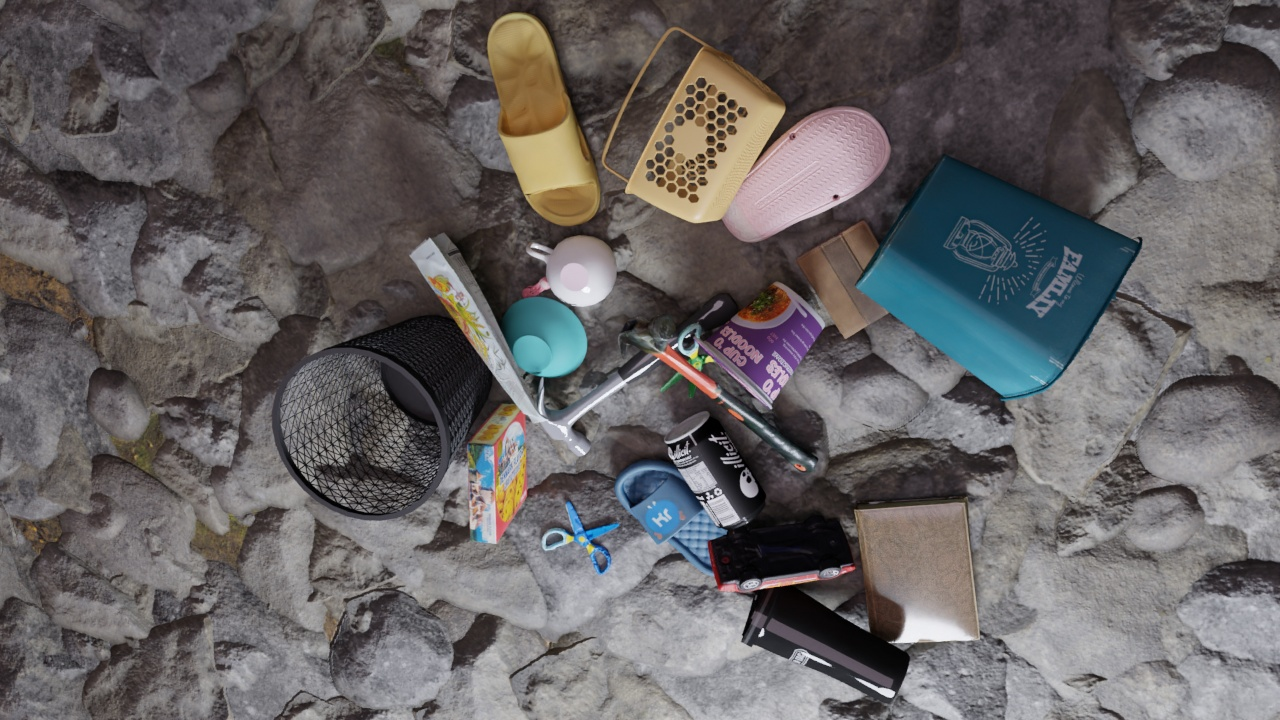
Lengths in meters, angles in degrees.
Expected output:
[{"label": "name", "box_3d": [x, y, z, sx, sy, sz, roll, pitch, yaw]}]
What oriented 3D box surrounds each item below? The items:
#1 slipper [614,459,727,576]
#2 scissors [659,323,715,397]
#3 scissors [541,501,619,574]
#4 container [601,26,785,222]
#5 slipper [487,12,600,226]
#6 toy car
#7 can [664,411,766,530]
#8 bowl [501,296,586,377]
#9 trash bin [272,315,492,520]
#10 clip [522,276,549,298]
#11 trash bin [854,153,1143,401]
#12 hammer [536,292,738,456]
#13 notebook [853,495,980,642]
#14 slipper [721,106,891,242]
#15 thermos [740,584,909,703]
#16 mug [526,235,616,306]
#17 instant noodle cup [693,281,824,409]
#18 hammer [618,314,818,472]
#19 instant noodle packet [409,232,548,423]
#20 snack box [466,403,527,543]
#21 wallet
[{"label": "slipper", "box_3d": [0.058, 0.219, 1.265, 0.213, 0.059, 0.104, 42, 108, -6]}, {"label": "scissors", "box_3d": [0.067, 0.000, 1.191, 0.130, 0.012, 0.116, -39, 130, 15]}, {"label": "scissors", "box_3d": [-0.086, 0.259, 1.332, 0.130, 0.013, 0.125, -16, 106, 13]}, {"label": "container", "box_3d": [0.051, -0.269, 1.062, 0.167, 0.129, 0.184, 36, 112, 13]}, {"label": "slipper", "box_3d": [-0.127, -0.288, 1.120, 0.100, 0.078, 0.263, -10, 106, 16]}, {"label": "toy car", "box_3d": [0.187, 0.259, 1.221, 0.189, 0.081, 0.056, -8, 142, -6]}, {"label": "can", "box_3d": [0.099, 0.147, 1.218, 0.080, 0.080, 0.146, -30, 99, 18]}, {"label": "bowl", "box_3d": [-0.136, -0.019, 1.216, 0.121, 0.046, 0.121, 7, 119, 12]}, {"label": "trash bin", "box_3d": [-0.306, 0.051, 1.178, 0.217, 0.242, 0.217, 3, 109, 10]}, {"label": "clip", "box_3d": [-0.132, -0.096, 1.209, 0.058, 0.050, 0.023, -34, 96, 5]}, {"label": "trash bin", "box_3d": [0.379, -0.096, 1.019, 0.218, 0.199, 0.196, 32, 86, 7]}, {"label": "hammer", "box_3d": [-0.007, 0.007, 1.208, 0.311, 0.029, 0.125, -35, 121, 15]}, {"label": "notebook", "box_3d": [0.354, 0.289, 1.243, 0.190, 0.034, 0.215, -7, 107, 15]}, {"label": "slipper", "box_3d": [0.189, -0.220, 1.093, 0.222, 0.055, 0.107, -31, 100, 29]}, {"label": "thermos", "box_3d": [0.246, 0.378, 1.241, 0.219, 0.105, 0.106, 25, 111, 11]}, {"label": "mug", "box_3d": [-0.090, -0.121, 1.168, 0.124, 0.076, 0.090, 24, 111, 2]}, {"label": "instant noodle cup", "box_3d": [0.151, -0.030, 1.128, 0.122, 0.122, 0.137, -48, 117, 1]}, {"label": "hammer", "box_3d": [0.107, 0.050, 1.155, 0.333, 0.133, 0.033, 37, 69, -23]}, {"label": "instant noodle packet", "box_3d": [-0.206, -0.035, 1.188, 0.057, 0.147, 0.269, -31, 97, -11]}, {"label": "snack box", "box_3d": [-0.193, 0.150, 1.244, 0.040, 0.142, 0.145, 5, 109, 9]}, {"label": "wallet", "box_3d": [0.264, -0.101, 1.135, 0.099, 0.026, 0.121, -32, 99, 21]}]
